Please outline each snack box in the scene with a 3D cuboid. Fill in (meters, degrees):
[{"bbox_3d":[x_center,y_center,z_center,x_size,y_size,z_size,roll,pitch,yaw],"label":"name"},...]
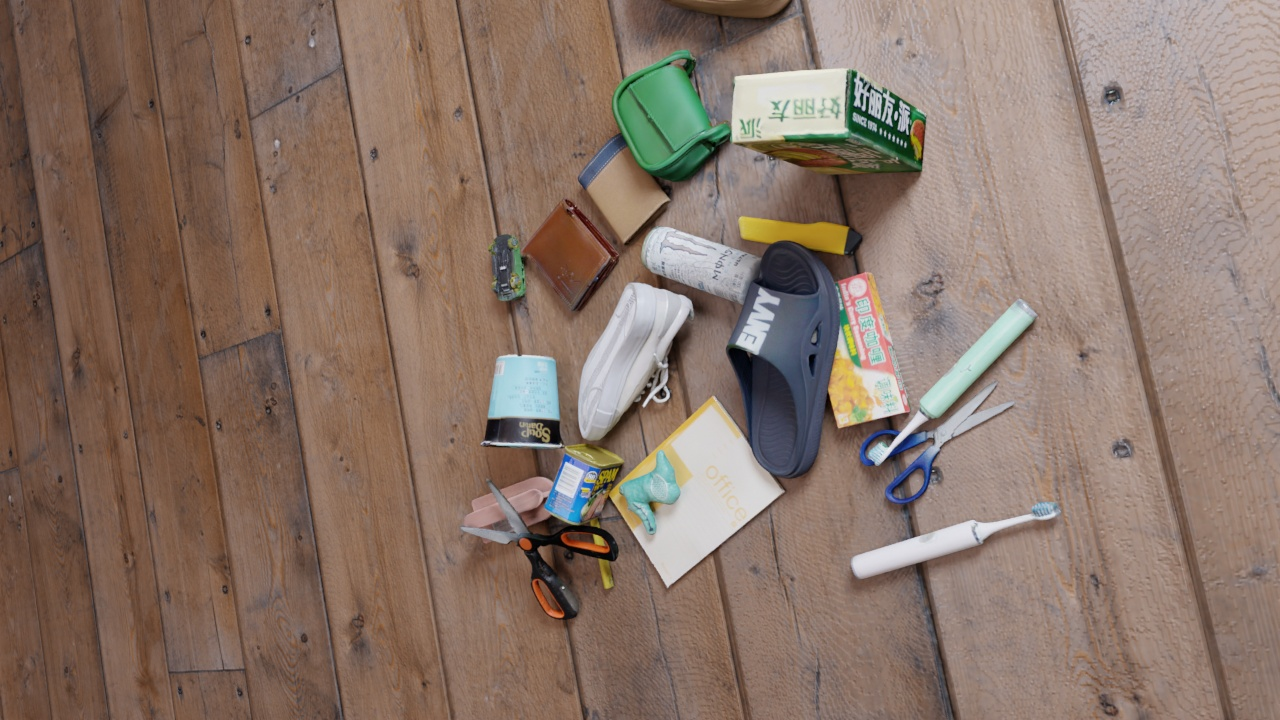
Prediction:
[{"bbox_3d":[0.234,-0.010,0.999,0.077,0.027,0.155,-18,82,32],"label":"snack box"},{"bbox_3d":[0.190,-0.227,0.894,0.115,0.239,0.063,6,96,32],"label":"snack box"}]

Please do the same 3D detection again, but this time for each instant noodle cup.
[{"bbox_3d":[-0.152,0.055,1.213,0.111,0.111,0.120,-3,81,33],"label":"instant noodle cup"}]

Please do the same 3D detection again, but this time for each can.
[{"bbox_3d":[0.075,-0.113,1.080,0.147,0.058,0.058,23,104,30],"label":"can"},{"bbox_3d":[-0.071,0.154,1.150,0.057,0.102,0.083,23,95,17],"label":"can"}]

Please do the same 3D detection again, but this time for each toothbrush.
[{"bbox_3d":[0.322,0.186,0.951,0.222,0.026,0.026,-26,120,31],"label":"toothbrush"},{"bbox_3d":[0.317,0.028,0.941,0.027,0.026,0.225,43,110,13],"label":"toothbrush"},{"bbox_3d":[-0.066,0.206,1.208,0.017,0.015,0.190,-19,82,36],"label":"toothbrush"}]

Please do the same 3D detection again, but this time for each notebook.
[{"bbox_3d":[0.063,0.163,1.126,0.207,0.010,0.146,-45,68,26],"label":"notebook"}]

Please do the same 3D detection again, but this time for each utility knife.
[{"bbox_3d":[0.178,-0.144,1.038,0.154,0.015,0.033,14,93,32],"label":"utility knife"}]

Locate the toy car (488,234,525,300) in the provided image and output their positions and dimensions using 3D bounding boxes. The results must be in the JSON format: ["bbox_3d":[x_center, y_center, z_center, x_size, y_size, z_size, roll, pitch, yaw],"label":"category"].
[{"bbox_3d":[-0.181,-0.127,1.256,0.043,0.036,0.091,-7,89,34],"label":"toy car"}]

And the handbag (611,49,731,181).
[{"bbox_3d":[0.038,-0.288,1.098,0.120,0.068,0.131,-29,75,23],"label":"handbag"}]

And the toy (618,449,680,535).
[{"bbox_3d":[0.013,0.166,1.136,0.092,0.030,0.096,-24,85,37],"label":"toy"}]

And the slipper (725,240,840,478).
[{"bbox_3d":[0.149,0.005,1.002,0.111,0.083,0.268,15,108,47],"label":"slipper"}]

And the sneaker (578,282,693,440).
[{"bbox_3d":[-0.007,0.007,1.134,0.089,0.090,0.243,-107,33,-43],"label":"sneaker"}]

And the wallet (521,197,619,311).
[{"bbox_3d":[-0.094,-0.139,1.205,0.124,0.032,0.101,51,118,21],"label":"wallet"}]

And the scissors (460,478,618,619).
[{"bbox_3d":[-0.129,0.247,1.199,0.235,0.021,0.221,-3,114,24],"label":"scissors"}]

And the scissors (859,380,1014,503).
[{"bbox_3d":[0.305,0.076,0.968,0.140,0.012,0.171,26,104,29],"label":"scissors"}]

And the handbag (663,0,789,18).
[{"bbox_3d":[0.084,-0.473,1.036,0.205,0.099,0.148,20,99,27],"label":"handbag"}]

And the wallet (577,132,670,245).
[{"bbox_3d":[-0.021,-0.215,1.154,0.090,0.033,0.115,-43,71,29],"label":"wallet"}]

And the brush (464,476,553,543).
[{"bbox_3d":[-0.168,0.199,1.240,0.146,0.073,0.063,-24,78,29],"label":"brush"}]
